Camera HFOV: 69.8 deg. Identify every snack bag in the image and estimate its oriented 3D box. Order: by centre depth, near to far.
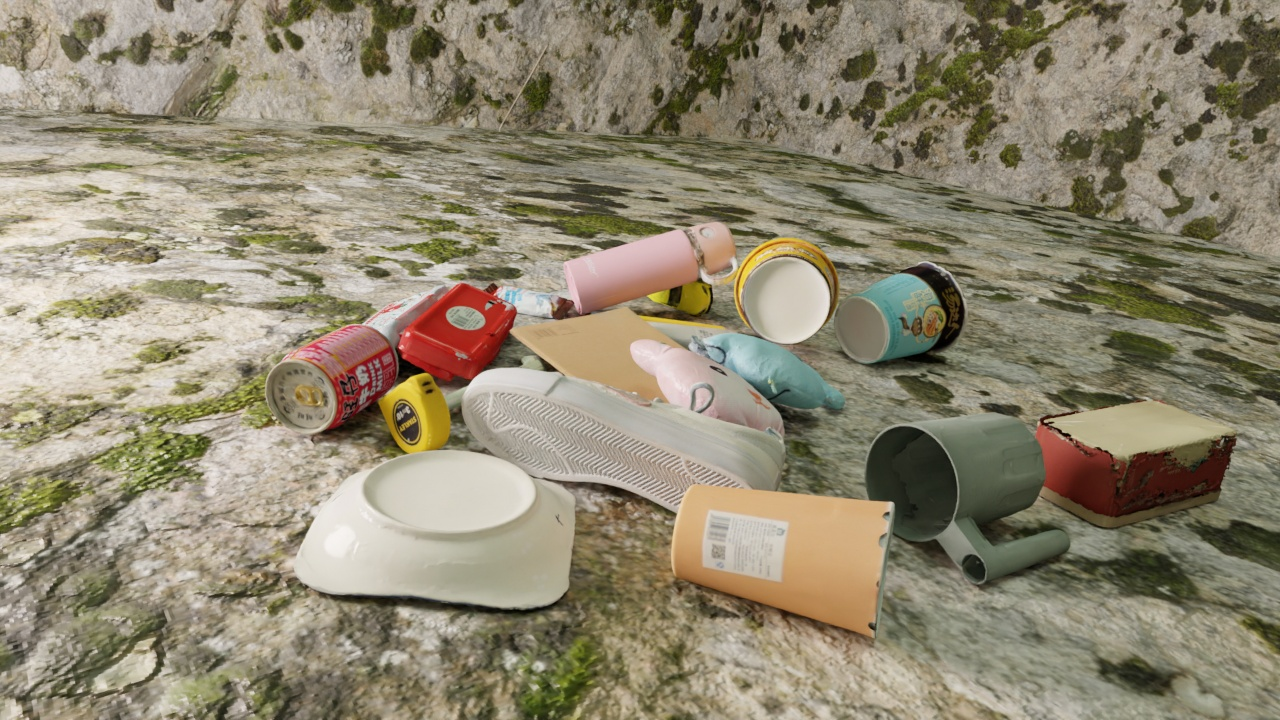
[{"bbox_3d":[-0.132,-0.068,1.057,0.104,0.026,0.048,11,32,14],"label":"snack bag"}]

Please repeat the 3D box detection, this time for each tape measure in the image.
[{"bbox_3d":[-0.165,0.041,0.687,0.028,0.057,0.060,-18,-9,-46],"label":"tape measure"}]

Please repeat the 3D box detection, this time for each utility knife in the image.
[{"bbox_3d":[0.020,-0.040,1.037,0.154,0.015,0.033,7,-1,1],"label":"utility knife"}]

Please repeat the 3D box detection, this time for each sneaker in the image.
[{"bbox_3d":[-0.011,0.046,0.668,0.242,0.090,0.090,17,37,17],"label":"sneaker"}]

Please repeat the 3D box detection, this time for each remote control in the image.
[{"bbox_3d":[0.042,-0.023,0.996,0.135,0.019,0.056,5,19,-4],"label":"remote control"}]

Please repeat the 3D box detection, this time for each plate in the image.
[{"bbox_3d":[-0.122,0.096,0.583,0.163,0.034,0.164,6,20,-4],"label":"plate"}]

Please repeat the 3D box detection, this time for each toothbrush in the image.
[{"bbox_3d":[-0.144,0.029,0.790,0.029,0.020,0.189,47,33,11],"label":"toothbrush"}]

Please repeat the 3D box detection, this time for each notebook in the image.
[{"bbox_3d":[-0.005,0.005,0.872,0.149,0.012,0.211,-12,34,-40],"label":"notebook"}]

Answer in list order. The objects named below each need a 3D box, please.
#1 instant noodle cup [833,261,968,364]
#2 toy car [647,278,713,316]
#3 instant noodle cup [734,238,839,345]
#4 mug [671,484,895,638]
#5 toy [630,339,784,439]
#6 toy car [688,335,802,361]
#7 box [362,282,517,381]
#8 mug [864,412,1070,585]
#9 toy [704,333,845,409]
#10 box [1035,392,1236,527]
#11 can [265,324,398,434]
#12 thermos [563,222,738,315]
[{"bbox_3d":[0.287,-0.046,1.035,0.120,0.111,0.111,-18,30,-34],"label":"instant noodle cup"},{"bbox_3d":[0.044,-0.087,1.134,0.105,0.048,0.032,23,26,38],"label":"toy car"},{"bbox_3d":[0.159,-0.072,1.005,0.118,0.118,0.114,10,13,8],"label":"instant noodle cup"},{"bbox_3d":[0.084,0.113,0.548,0.123,0.078,0.078,8,19,17],"label":"mug"},{"bbox_3d":[0.053,0.025,0.766,0.121,0.054,0.159,27,8,-40],"label":"toy"},{"bbox_3d":[0.108,-0.005,0.945,0.120,0.037,0.054,6,18,-13],"label":"toy car"},{"bbox_3d":[-0.208,-0.031,0.887,0.160,0.065,0.200,4,18,3],"label":"box"},{"bbox_3d":[0.237,0.096,0.655,0.103,0.084,0.124,-5,49,-34],"label":"mug"},{"bbox_3d":[0.125,0.013,0.842,0.161,0.050,0.156,25,7,-10],"label":"toy"},{"bbox_3d":[0.407,0.074,0.754,0.168,0.078,0.091,-5,22,-30],"label":"box"},{"bbox_3d":[-0.242,0.014,0.724,0.066,0.066,0.093,11,20,11],"label":"can"},{"bbox_3d":[0.016,-0.103,1.074,0.198,0.067,0.087,-16,56,-10],"label":"thermos"}]
